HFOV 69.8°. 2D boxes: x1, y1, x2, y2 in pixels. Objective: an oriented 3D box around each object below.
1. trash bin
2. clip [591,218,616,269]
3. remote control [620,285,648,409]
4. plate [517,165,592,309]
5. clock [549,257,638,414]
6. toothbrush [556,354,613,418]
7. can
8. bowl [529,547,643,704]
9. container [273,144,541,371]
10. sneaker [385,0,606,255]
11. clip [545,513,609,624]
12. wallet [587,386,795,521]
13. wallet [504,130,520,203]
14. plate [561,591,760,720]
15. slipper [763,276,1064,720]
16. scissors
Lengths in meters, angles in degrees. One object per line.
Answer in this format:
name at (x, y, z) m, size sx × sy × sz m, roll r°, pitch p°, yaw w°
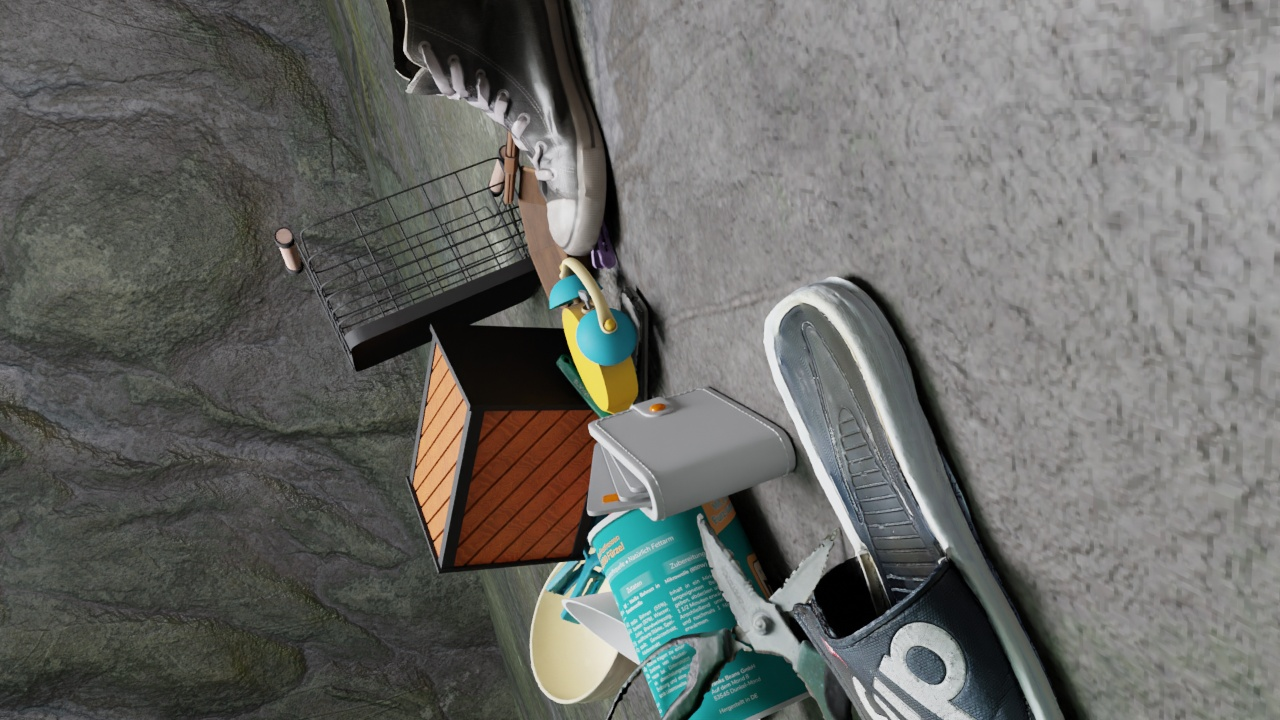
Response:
trash bin at (-0.120, 0.077, 0.843) m, size 0.139 × 0.139 × 0.172 m, roll 51°, pitch 133°, yaw 51°
clip at (-0.032, -0.095, 0.712) m, size 0.029 × 0.013 × 0.050 m, roll -175°, pitch 71°, yaw -70°
remote control at (-0.004, 0.004, 0.716) m, size 0.137 × 0.013 × 0.033 m, roll 92°, pitch 153°, yaw -43°
plate at (-0.073, -0.109, 0.798) m, size 0.131 × 0.025 × 0.131 m, roll 163°, pitch 90°, yaw -73°
clock at (-0.033, -0.015, 0.695) m, size 0.099 × 0.043 × 0.130 m, roll 51°, pitch 158°, yaw 49°
toothbrush at (-0.014, 0.055, 0.735) m, size 0.190 × 0.016 × 0.017 m, roll 47°, pitch 152°, yaw 34°
can at (0.039, 0.161, 0.587) m, size 0.099 × 0.099 × 0.144 m, roll 107°, pitch 142°, yaw -61°
bowl at (-0.035, 0.263, 0.900) m, size 0.151 × 0.075 × 0.150 m, roll -31°, pitch 46°, yaw 38°
container at (-0.217, -0.099, 0.916) m, size 0.130 × 0.241 × 0.163 m, roll 64°, pitch 162°, yaw 2°
sneaker at (-0.102, -0.182, 0.668) m, size 0.095 × 0.119 × 0.235 m, roll -153°, pitch 46°, yaw -67°
clip at (-0.048, 0.175, 0.883) m, size 0.130 × 0.030 × 0.120 m, roll -45°, pitch 43°, yaw 25°
wallet at (0.012, 0.057, 0.544) m, size 0.118 × 0.115 × 0.037 m, roll -149°, pitch 45°, yaw -65°
wallet at (-0.108, -0.204, 0.797) m, size 0.121 × 0.013 × 0.087 m, roll 112°, pitch 162°, yaw -63°
plate at (0.023, 0.217, 0.710) m, size 0.174 × 0.036 × 0.174 m, roll 28°, pitch 158°, yaw 12°
slipper at (0.103, 0.094, 0.397) m, size 0.111 × 0.063 × 0.263 m, roll 133°, pitch 121°, yaw -70°
scissors at (0.060, 0.189, 0.500) m, size 0.206 × 0.015 × 0.201 m, roll -43°, pitch 63°, yaw 22°
